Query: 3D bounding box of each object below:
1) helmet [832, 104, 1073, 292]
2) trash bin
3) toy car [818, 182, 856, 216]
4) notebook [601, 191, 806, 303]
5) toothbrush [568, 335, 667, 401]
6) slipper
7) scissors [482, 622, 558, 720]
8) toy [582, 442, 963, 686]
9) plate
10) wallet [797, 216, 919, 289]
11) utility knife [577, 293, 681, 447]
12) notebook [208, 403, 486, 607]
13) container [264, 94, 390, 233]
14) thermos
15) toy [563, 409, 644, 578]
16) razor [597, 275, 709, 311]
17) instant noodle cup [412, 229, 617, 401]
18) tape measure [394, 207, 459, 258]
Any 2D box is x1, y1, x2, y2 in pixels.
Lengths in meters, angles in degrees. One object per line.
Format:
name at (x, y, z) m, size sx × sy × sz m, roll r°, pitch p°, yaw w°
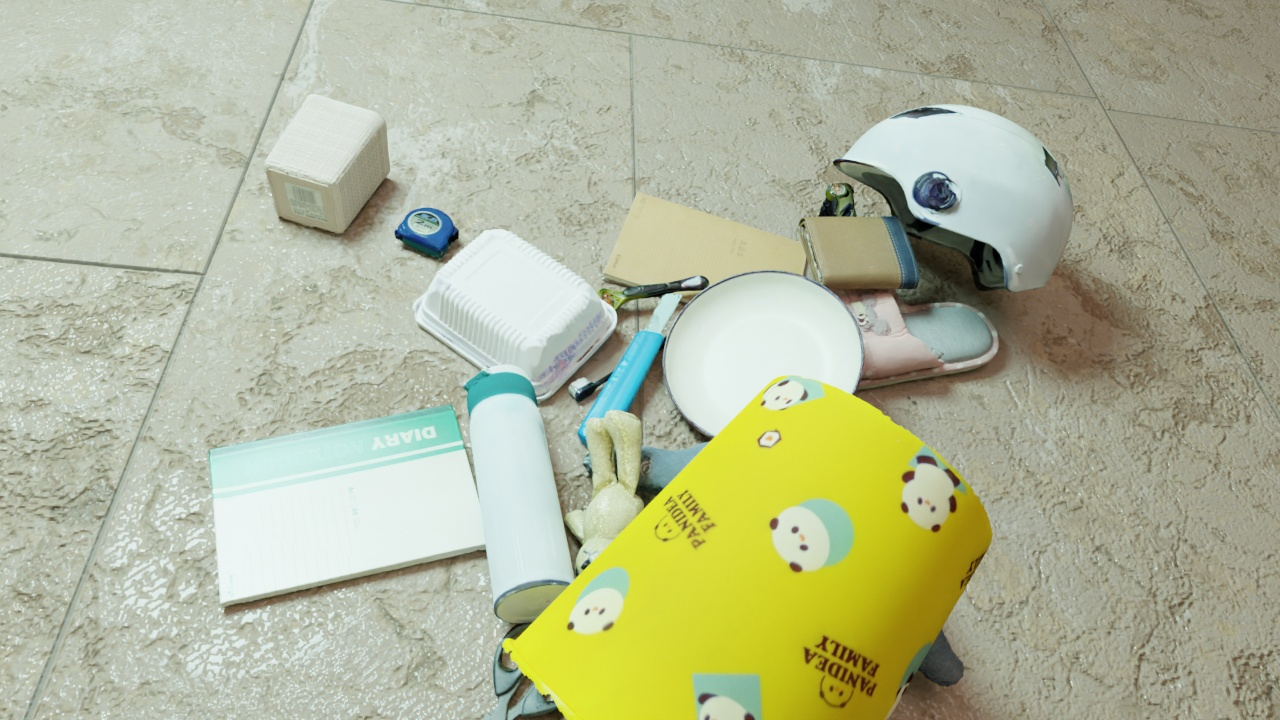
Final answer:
helmet at (0.352, -0.190, 0.984) m, size 0.258 × 0.146 × 0.228 m, roll 40°, pitch 11°, yaw 11°
trash bin at (0.079, 0.162, 0.603) m, size 0.229 × 0.230 × 0.255 m, roll 36°, pitch 75°, yaw 18°
toy car at (0.221, -0.135, 1.036) m, size 0.042 × 0.070 × 0.157 m, roll 11°, pitch 52°, yaw -4°
notebook at (0.077, -0.112, 1.024) m, size 0.211 × 0.012 × 0.149 m, roll 17°, pitch 49°, yaw 2°
toothbrush at (0.001, -0.007, 0.918) m, size 0.180 × 0.016 × 0.018 m, roll -30°, pitch 53°, yaw -30°
slipper at (0.257, -0.029, 0.959) m, size 0.274 × 0.055 × 0.114 m, roll -2°, pitch 56°, yaw -16°
scissors at (-0.116, 0.266, 0.672) m, size 0.173 × 0.014 × 0.142 m, roll -13°, pitch 58°, yaw -19°
toy at (0.119, 0.129, 0.769) m, size 0.356 × 0.091 × 0.138 m, roll 25°, pitch 88°, yaw 16°
plate at (0.118, 0.002, 0.890) m, size 0.192 × 0.039 × 0.192 m, roll -6°, pitch 62°, yaw 10°
wallet at (0.228, -0.112, 0.959) m, size 0.115 × 0.033 × 0.090 m, roll -3°, pitch 64°, yaw -19°
utility knife at (-0.005, 0.005, 0.888) m, size 0.034 × 0.018 × 0.202 m, roll 24°, pitch 59°, yaw 9°
notebook at (-0.245, 0.115, 0.770) m, size 0.209 × 0.012 × 0.150 m, roll -10°, pitch 53°, yaw -19°
container at (-0.330, -0.203, 0.966) m, size 0.090 × 0.090 × 0.110 m, roll 17°, pitch 53°, yaw 2°
thermos at (-0.103, 0.103, 0.774) m, size 0.073 × 0.073 × 0.224 m, roll -4°, pitch 52°, yaw -15°
toy at (-0.025, 0.119, 0.755) m, size 0.105 × 0.066 × 0.157 m, roll -7°, pitch 72°, yaw 26°
razor at (0.005, -0.069, 0.954) m, size 0.142 × 0.022 × 0.042 m, roll -13°, pitch 57°, yaw -11°
instant noodle cup at (-0.122, -0.057, 0.894) m, size 0.173 × 0.060 × 0.137 m, roll 35°, pitch 61°, yaw 15°
tape measure at (-0.224, -0.136, 0.971) m, size 0.058 × 0.025 × 0.054 m, roll 24°, pitch 48°, yaw 3°
